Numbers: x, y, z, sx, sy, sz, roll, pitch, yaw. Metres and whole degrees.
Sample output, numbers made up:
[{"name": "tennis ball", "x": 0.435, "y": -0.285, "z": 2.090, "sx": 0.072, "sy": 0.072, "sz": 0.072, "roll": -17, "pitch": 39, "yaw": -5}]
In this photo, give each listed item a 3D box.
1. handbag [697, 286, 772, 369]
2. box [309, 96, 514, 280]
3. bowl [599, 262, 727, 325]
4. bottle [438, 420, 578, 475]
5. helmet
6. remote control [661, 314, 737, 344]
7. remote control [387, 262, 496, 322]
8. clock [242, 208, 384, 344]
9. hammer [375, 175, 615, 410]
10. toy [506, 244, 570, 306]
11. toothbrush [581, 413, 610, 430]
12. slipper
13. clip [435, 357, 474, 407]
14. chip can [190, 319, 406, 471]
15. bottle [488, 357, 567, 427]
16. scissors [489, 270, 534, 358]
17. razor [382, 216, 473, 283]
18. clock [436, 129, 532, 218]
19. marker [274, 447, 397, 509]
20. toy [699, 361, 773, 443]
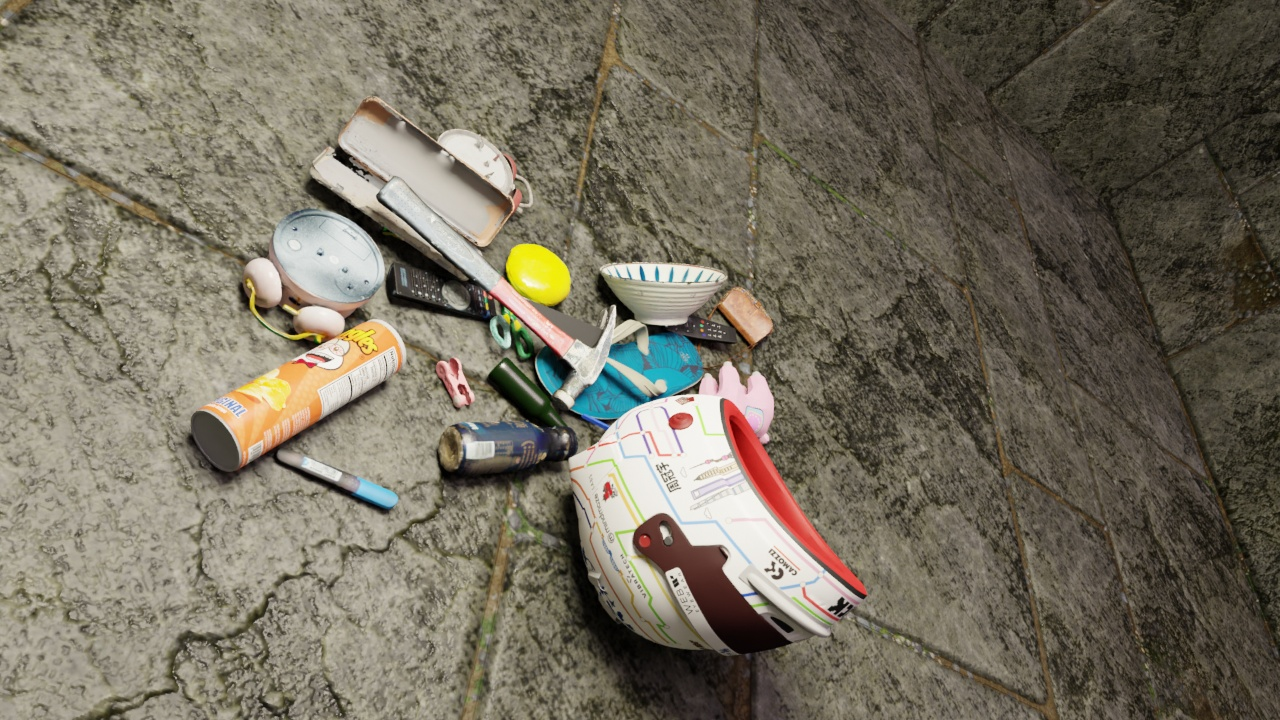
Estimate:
[{"name": "handbag", "x": 0.136, "y": -0.044, "z": 1.389, "sx": 0.093, "sy": 0.043, "sz": 0.195, "roll": 49, "pitch": 43, "yaw": 0}, {"name": "box", "x": -0.261, "y": -0.201, "z": 1.074, "sx": 0.217, "sy": 0.121, "sz": 0.094, "roll": 35, "pitch": 1, "yaw": -18}, {"name": "bowl", "x": 0.030, "y": -0.090, "z": 1.271, "sx": 0.176, "sy": 0.177, "sz": 0.071, "roll": -14, "pitch": 112, "yaw": -48}, {"name": "bottle", "x": -0.141, "y": 0.094, "z": 1.005, "sx": 0.160, "sy": 0.056, "sz": 0.056, "roll": 2, "pitch": 60, "yaw": -43}, {"name": "helmet", "x": 0.057, "y": 0.190, "z": 0.977, "sx": 0.314, "sy": 0.236, "sz": 0.231, "roll": 57, "pitch": 11, "yaw": 29}, {"name": "remote control", "x": 0.085, "y": -0.046, "z": 1.341, "sx": 0.124, "sy": 0.010, "sz": 0.039, "roll": 11, "pitch": 56, "yaw": -23}, {"name": "remote control", "x": -0.231, "y": -0.077, "z": 1.078, "sx": 0.140, "sy": 0.021, "sz": 0.045, "roll": 14, "pitch": 54, "yaw": -43}, {"name": "clock", "x": -0.339, "y": -0.083, "z": 0.948, "sx": 0.117, "sy": 0.059, "sz": 0.157, "roll": 37, "pitch": 42, "yaw": -16}, {"name": "hammer", "x": -0.164, "y": -0.095, "z": 1.065, "sx": 0.326, "sy": 0.036, "sz": 0.140, "roll": 42, "pitch": 63, "yaw": -17}, {"name": "toy", "x": -0.131, "y": -0.111, "z": 1.181, "sx": 0.094, "sy": 0.041, "sz": 0.095, "roll": 43, "pitch": 38, "yaw": -8}, {"name": "toothbrush", "x": 0.001, "y": 0.106, "z": 1.157, "sx": 0.186, "sy": 0.017, "sz": 0.011, "roll": 31, "pitch": 36, "yaw": -26}, {"name": "slipper", "x": -0.007, "y": 0.007, "z": 1.197, "sx": 0.294, "sy": 0.060, "sz": 0.118, "roll": -11, "pitch": 73, "yaw": -47}, {"name": "clip", "x": -0.203, "y": 0.023, "z": 1.029, "sx": 0.039, "sy": 0.023, "sz": 0.059, "roll": -11, "pitch": 74, "yaw": -50}, {"name": "chip can", "x": -0.320, "y": 0.028, "z": 0.880, "sx": 0.062, "sy": 0.062, "sz": 0.209, "roll": 51, "pitch": 40, "yaw": -1}, {"name": "bottle", "x": -0.124, "y": 0.049, "z": 1.073, "sx": 0.123, "sy": 0.033, "sz": 0.032, "roll": 45, "pitch": 40, "yaw": -9}, {"name": "scissors", "x": -0.168, "y": -0.062, "z": 1.120, "sx": 0.078, "sy": 0.013, "sz": 0.132, "roll": 20, "pitch": 45, "yaw": -56}, {"name": "razor", "x": -0.242, "y": -0.127, "z": 1.103, "sx": 0.144, "sy": 0.021, "sz": 0.044, "roll": 29, "pitch": 28, "yaw": -23}, {"name": "clock", "x": -0.205, "y": -0.240, "z": 1.192, "sx": 0.156, "sy": 0.062, "sz": 0.109, "roll": 10, "pitch": 54, "yaw": -39}, {"name": "marker", "x": -0.291, "y": 0.114, "z": 0.881, "sx": 0.123, "sy": 0.015, "sz": 0.018, "roll": 29, "pitch": 48, "yaw": -21}, {"name": "toy", "x": 0.131, "y": 0.084, "z": 1.264, "sx": 0.123, "sy": 0.067, "sz": 0.157, "roll": 19, "pitch": 54, "yaw": -35}]
